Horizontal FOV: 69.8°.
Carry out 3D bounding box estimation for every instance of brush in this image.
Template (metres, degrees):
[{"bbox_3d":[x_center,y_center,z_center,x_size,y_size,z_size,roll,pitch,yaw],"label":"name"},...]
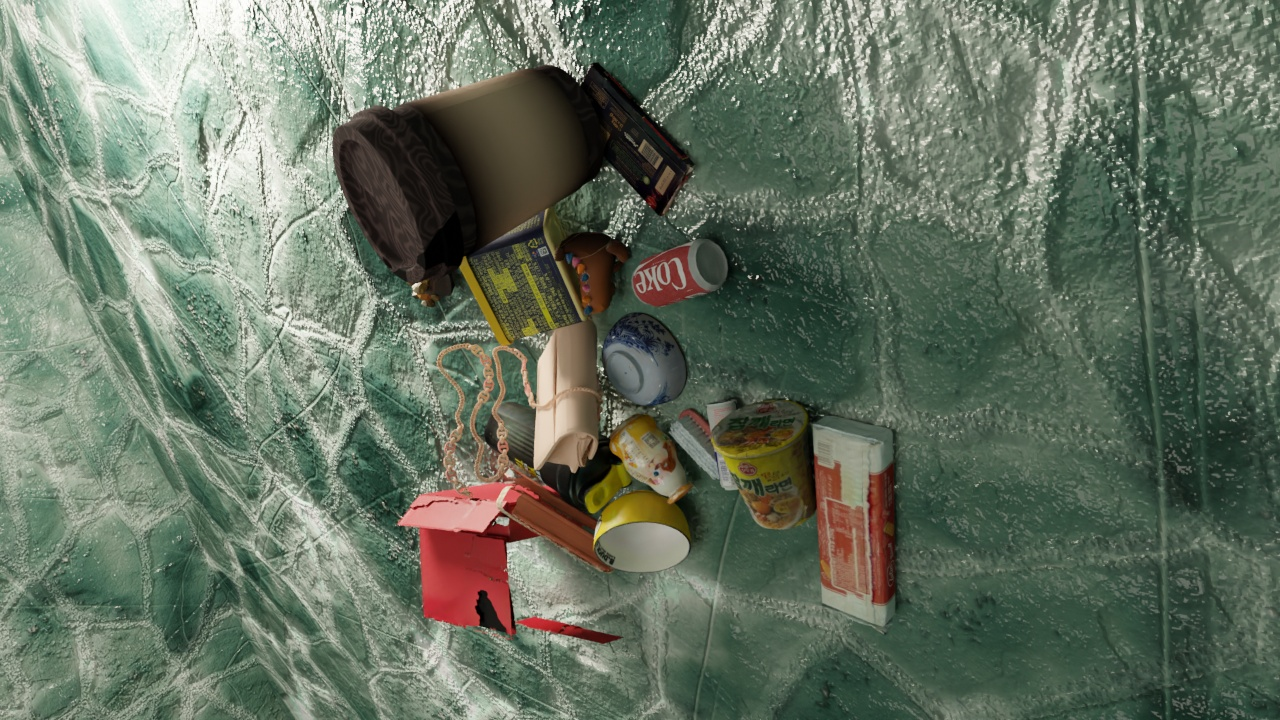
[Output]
[{"bbox_3d":[0.098,0.124,1.018,0.172,0.030,0.041,45,138,15],"label":"brush"}]

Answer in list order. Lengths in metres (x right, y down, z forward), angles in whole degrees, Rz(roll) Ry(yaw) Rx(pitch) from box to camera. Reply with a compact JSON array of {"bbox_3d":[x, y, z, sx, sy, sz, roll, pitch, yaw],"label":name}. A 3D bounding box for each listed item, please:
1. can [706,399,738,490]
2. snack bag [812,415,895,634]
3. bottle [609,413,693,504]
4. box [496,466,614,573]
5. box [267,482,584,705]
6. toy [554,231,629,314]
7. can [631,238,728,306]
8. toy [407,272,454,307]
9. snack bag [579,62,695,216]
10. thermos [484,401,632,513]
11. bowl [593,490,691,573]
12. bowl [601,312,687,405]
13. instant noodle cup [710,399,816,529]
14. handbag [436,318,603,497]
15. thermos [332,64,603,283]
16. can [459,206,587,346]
[{"bbox_3d":[0.094,0.090,0.981,0.032,0.032,0.095,-9,92,47],"label":"can"},{"bbox_3d":[0.216,0.164,0.919,0.078,0.041,0.225,14,124,40],"label":"snack bag"},{"bbox_3d":[0.014,0.116,1.069,0.109,0.063,0.063,51,139,11],"label":"bottle"},{"bbox_3d":[-0.103,0.205,1.168,0.187,0.078,0.054,37,115,-22],"label":"box"},{"bbox_3d":[-0.274,0.262,1.184,0.212,0.408,0.107,-5,113,45],"label":"box"},{"bbox_3d":[-0.060,-0.093,0.991,0.071,0.102,0.090,4,104,31],"label":"toy"},{"bbox_3d":[0.038,-0.087,0.932,0.097,0.053,0.054,-14,103,48],"label":"can"},{"bbox_3d":[-0.289,-0.103,1.243,0.076,0.062,0.100,31,141,2],"label":"toy"},{"bbox_3d":[-0.012,-0.222,0.927,0.155,0.018,0.075,49,139,12],"label":"snack bag"},{"bbox_3d":[-0.106,0.117,1.171,0.221,0.097,0.098,21,127,43],"label":"thermos"},{"bbox_3d":[0.002,0.200,1.114,0.117,0.067,0.117,0,138,-1],"label":"bowl"},{"bbox_3d":[-0.006,0.006,1.038,0.114,0.045,0.114,24,128,34],"label":"bowl"},{"bbox_3d":[0.133,0.109,0.932,0.102,0.102,0.108,5,125,43],"label":"instant noodle cup"},{"bbox_3d":[-0.135,0.044,1.037,0.117,0.187,0.198,119,153,-55],"label":"handbag"},{"bbox_3d":[-0.164,-0.197,0.917,0.173,0.225,0.173,39,146,32],"label":"thermos"},{"bbox_3d":[-0.127,-0.095,1.025,0.104,0.075,0.135,-14,126,11],"label":"can"}]
